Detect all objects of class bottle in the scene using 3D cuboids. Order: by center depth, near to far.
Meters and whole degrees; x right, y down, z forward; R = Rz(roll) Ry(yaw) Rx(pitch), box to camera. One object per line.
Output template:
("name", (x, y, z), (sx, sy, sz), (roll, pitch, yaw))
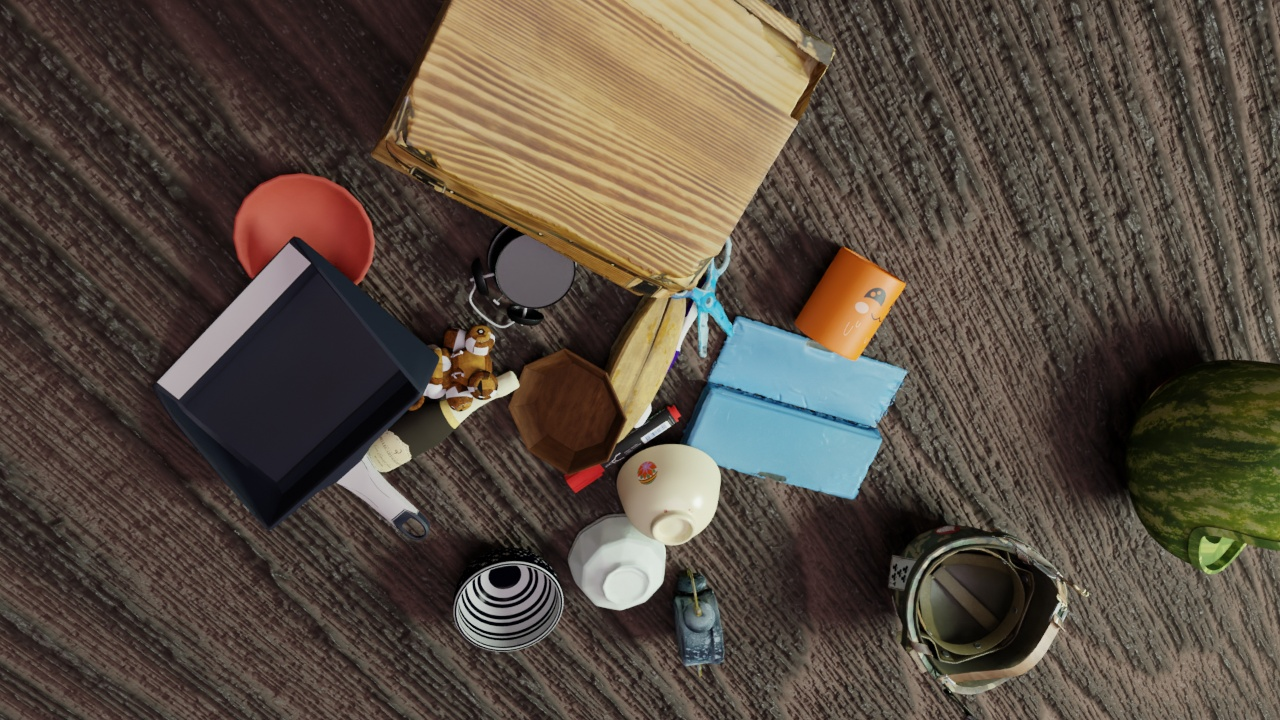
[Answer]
("bottle", (-0.209, 0.062, 0.945), (0.184, 0.045, 0.045), (-28, 116, 0))

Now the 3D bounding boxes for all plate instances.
("plate", (-0.073, 0.051, 0.954), (0.131, 0.025, 0.131), (5, 104, 22))

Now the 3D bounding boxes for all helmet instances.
("helmet", (0.698, 0.120, 1.074), (0.212, 0.248, 0.243), (-5, 76, -32))
("helmet", (0.398, 0.294, 1.077), (0.193, 0.236, 0.224), (-45, 126, 3))

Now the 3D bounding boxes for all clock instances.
("clock", (-0.114, -0.085, 0.905), (0.121, 0.042, 0.091), (-43, 115, 7))
("clock", (0.069, 0.308, 1.093), (0.052, 0.090, 0.130), (-6, 118, -4))

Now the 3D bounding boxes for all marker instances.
("marker", (-0.018, 0.097, 1.018), (0.145, 0.021, 0.023), (-34, 94, 3))

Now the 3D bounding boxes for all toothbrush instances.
("toothbrush", (0.034, -0.009, 0.987), (0.015, 0.016, 0.187), (21, 105, -21))

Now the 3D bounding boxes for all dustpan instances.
("dustpan", (-0.300, 0.064, 0.868), (0.237, 0.080, 0.273), (-39, 112, 20))

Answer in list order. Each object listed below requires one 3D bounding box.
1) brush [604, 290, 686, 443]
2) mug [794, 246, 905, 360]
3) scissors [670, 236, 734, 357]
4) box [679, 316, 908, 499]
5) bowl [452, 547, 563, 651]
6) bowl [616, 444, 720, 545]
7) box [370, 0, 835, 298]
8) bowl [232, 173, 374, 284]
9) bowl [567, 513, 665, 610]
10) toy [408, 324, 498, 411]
("brush", (-0.006, 0.006, 0.969), (0.059, 0.043, 0.196), (19, 106, -21))
("mug", (0.232, -0.058, 0.987), (0.112, 0.077, 0.096), (12, 113, -51))
("scissors", (0.059, -0.066, 0.939), (0.127, 0.012, 0.137), (-8, 108, -42))
("box", (0.176, 0.058, 1.042), (0.231, 0.033, 0.175), (15, 107, -18))
("bowl", (-0.151, 0.258, 1.032), (0.120, 0.066, 0.120), (-5, 114, -11))
("bowl", (0.034, 0.160, 1.011), (0.118, 0.074, 0.118), (-2, 128, -2))
("box", (-0.039, -0.201, 0.736), (0.279, 0.221, 0.258), (26, 83, -23))
("bowl", (-0.309, -0.116, 0.851), (0.122, 0.035, 0.122), (-5, 114, -11))
("bowl", (-0.022, 0.241, 1.059), (0.117, 0.061, 0.117), (-5, 115, -11))
("toy", (-0.200, 0.009, 0.913), (0.112, 0.067, 0.087), (-4, 77, -9))
